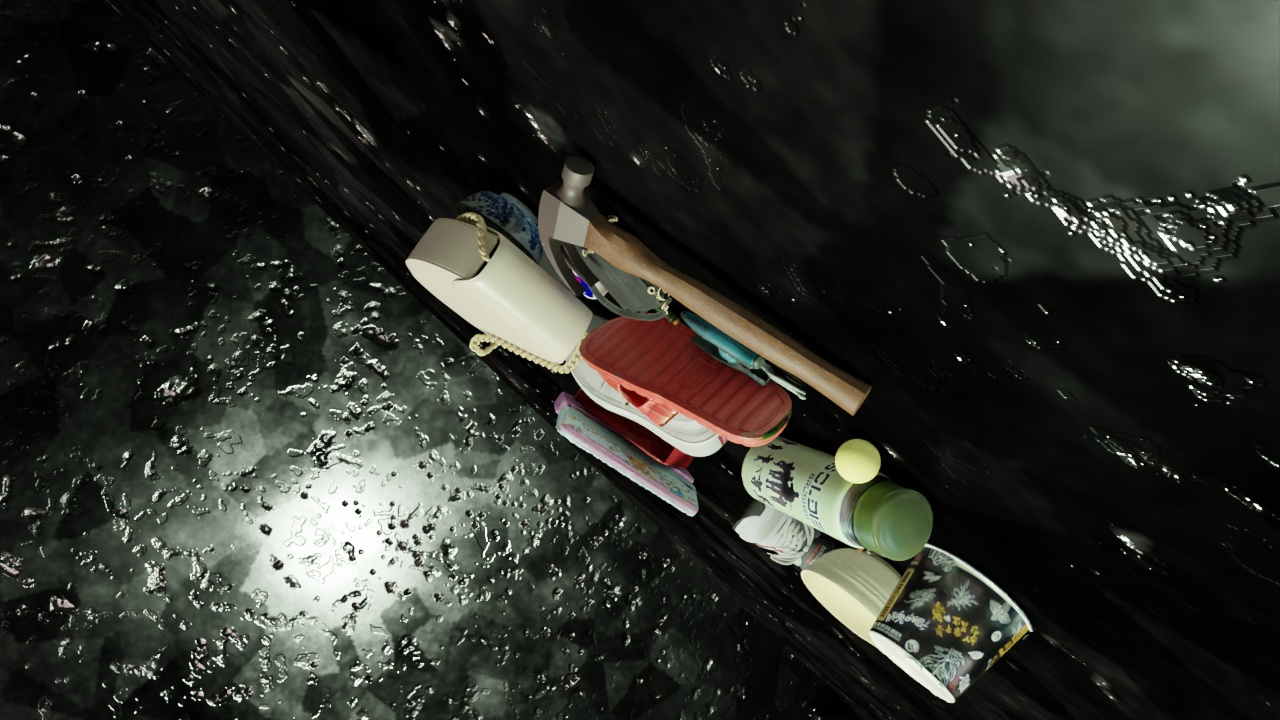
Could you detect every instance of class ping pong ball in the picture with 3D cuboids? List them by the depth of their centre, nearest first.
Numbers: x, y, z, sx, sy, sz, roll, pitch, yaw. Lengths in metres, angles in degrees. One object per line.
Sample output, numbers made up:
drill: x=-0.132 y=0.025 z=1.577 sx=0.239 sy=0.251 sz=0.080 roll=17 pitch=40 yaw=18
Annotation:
ping pong ball: x=0.196 y=0.091 z=0.829 sx=0.040 sy=0.040 sz=0.040 roll=40 pitch=169 yaw=10

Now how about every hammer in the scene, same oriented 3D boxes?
hammer: x=0.045 y=-0.053 z=0.768 sx=0.323 sy=0.033 sz=0.116 roll=34 pitch=136 yaw=17

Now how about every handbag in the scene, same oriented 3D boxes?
handbag: x=-0.020 y=-0.089 z=0.866 sx=0.128 sy=0.054 sz=0.079 roll=48 pitch=164 yaw=-15
handbag: x=-0.170 y=-0.073 z=1.076 sx=0.210 sy=0.103 sz=0.209 roll=40 pitch=165 yaw=-31

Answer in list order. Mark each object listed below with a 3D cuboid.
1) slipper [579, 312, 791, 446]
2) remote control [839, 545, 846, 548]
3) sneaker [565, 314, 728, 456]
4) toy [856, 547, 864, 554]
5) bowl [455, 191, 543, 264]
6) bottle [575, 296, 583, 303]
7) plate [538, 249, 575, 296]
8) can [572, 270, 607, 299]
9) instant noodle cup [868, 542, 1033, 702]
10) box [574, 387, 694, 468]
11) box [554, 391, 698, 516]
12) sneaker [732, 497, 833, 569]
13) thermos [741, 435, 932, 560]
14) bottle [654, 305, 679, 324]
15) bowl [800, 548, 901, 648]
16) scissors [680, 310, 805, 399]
slipper: x=0.045 y=0.025 z=0.941 sx=0.249 sy=0.103 sz=0.059 roll=26 pitch=148 yaw=32
remote control: x=0.327 y=0.299 z=1.223 sx=0.150 sy=0.013 sz=0.034 roll=34 pitch=162 yaw=36
sneaker: x=-0.007 y=0.006 z=1.088 sx=0.263 sy=0.096 sz=0.129 roll=35 pitch=160 yaw=30
toy: x=0.217 y=0.171 z=1.042 sx=0.102 sy=0.042 sz=0.054 roll=31 pitch=-158 yaw=14
bowl: x=-0.152 y=-0.158 z=1.050 sx=0.114 sy=0.045 sz=0.114 roll=35 pitch=170 yaw=7
bottle: x=-0.118 y=-0.102 z=1.194 sx=0.113 sy=0.030 sz=0.030 roll=39 pitch=168 yaw=18
plate: x=-0.156 y=-0.122 z=1.165 sx=0.188 sy=0.016 sz=0.189 roll=37 pitch=153 yaw=22
can: x=-0.057 y=-0.101 z=0.991 sx=0.032 sy=0.032 sz=0.095 roll=38 pitch=168 yaw=21
instant noodle cup: x=0.310 y=0.274 z=0.943 sx=0.137 sy=0.112 sz=0.137 roll=41 pitch=170 yaw=9
box: x=0.017 y=0.058 z=1.215 sx=0.157 sy=0.110 sz=0.134 roll=35 pitch=178 yaw=19
box: x=-0.018 y=0.119 z=1.197 sx=0.214 sy=0.035 sz=0.150 roll=33 pitch=-170 yaw=-13
sneaker: x=0.202 y=0.233 z=1.249 sx=0.124 sy=0.089 sz=0.240 roll=35 pitch=176 yaw=14
thermos: x=0.192 y=0.137 z=0.917 sx=0.082 sy=0.082 sz=0.232 roll=47 pitch=167 yaw=-22
bottle: x=-0.002 y=-0.072 z=0.931 sx=0.106 sy=0.025 sz=0.025 roll=41 pitch=169 yaw=9
bowl: x=0.286 y=0.292 z=1.165 sx=0.151 sy=0.075 sz=0.151 roll=41 pitch=164 yaw=14
scissors: x=0.092 y=-0.005 z=0.881 sx=0.148 sy=0.019 sz=0.123 roll=42 pitch=168 yaw=-7
